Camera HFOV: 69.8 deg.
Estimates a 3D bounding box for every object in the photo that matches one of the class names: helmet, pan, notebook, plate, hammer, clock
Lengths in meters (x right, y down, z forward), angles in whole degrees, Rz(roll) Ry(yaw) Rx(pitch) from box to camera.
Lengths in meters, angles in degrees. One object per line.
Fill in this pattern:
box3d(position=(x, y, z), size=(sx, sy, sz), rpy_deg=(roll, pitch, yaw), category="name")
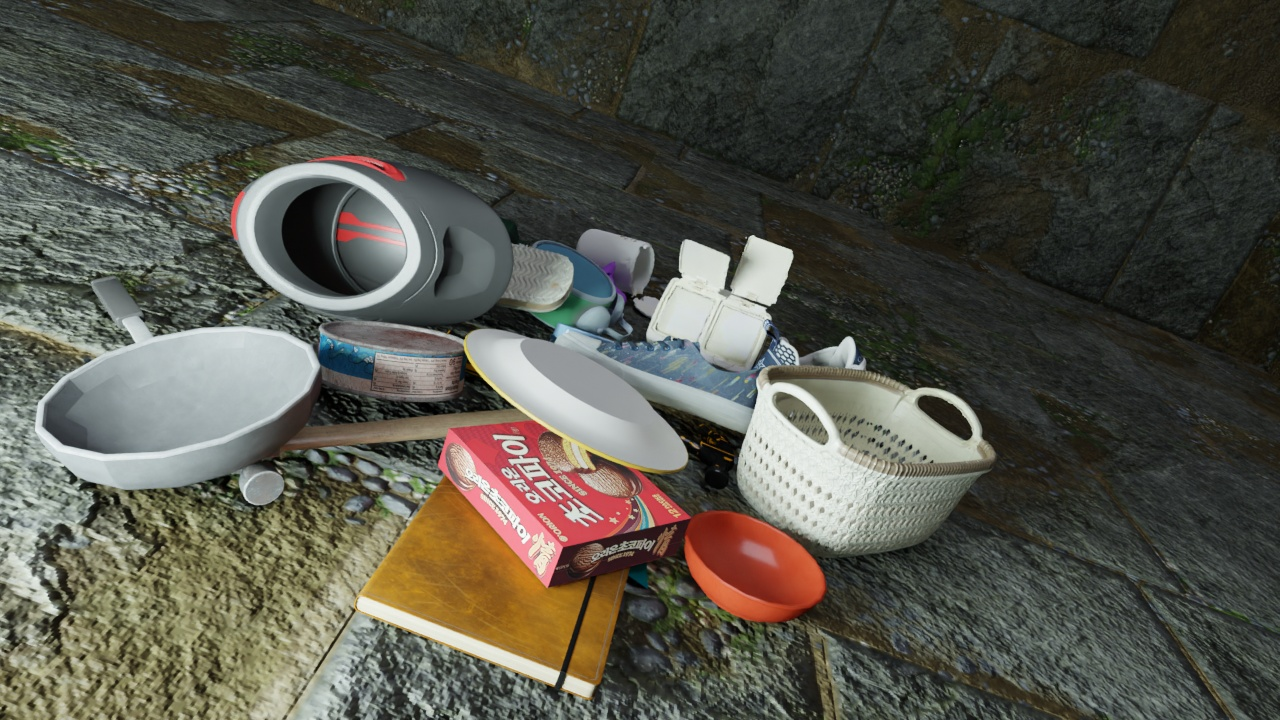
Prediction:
box3d(position=(-0.259, -0.121, 0.945), size=(0.265, 0.164, 0.169), rpy_deg=(14, 10, 5), category="helmet")
box3d(position=(-0.366, 0.001, 0.696), size=(0.178, 0.041, 0.357), rpy_deg=(-21, 35, -33), category="pan")
box3d(position=(-0.079, 0.141, 0.688), size=(0.178, 0.014, 0.248), rpy_deg=(21, 21, 0), category="notebook")
box3d(position=(-0.052, 0.027, 0.832), size=(0.230, 0.021, 0.229), rpy_deg=(29, 13, -7), category="plate")
box3d(position=(-0.178, 0.053, 0.756), size=(0.330, 0.031, 0.119), rpy_deg=(-5, 29, -40), category="hammer")
box3d(position=(-0.081, -0.076, 1.140), size=(0.161, 0.075, 0.121), rpy_deg=(37, 24, 4), category="clock")
box3d(position=(-0.054, 0.043, 0.927), size=(0.320, 0.036, 0.123), rpy_deg=(22, 17, -3), category="hammer")

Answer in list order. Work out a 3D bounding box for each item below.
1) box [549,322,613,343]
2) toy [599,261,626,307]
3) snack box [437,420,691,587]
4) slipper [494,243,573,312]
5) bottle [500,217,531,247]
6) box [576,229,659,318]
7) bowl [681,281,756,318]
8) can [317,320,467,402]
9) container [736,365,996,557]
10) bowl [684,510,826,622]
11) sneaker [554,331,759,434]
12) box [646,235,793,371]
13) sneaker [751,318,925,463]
box3d(position=(-0.007, 0.009, 1.075), size=(0.209, 0.049, 0.066), rpy_deg=(19, 2, -11), category="box")
box3d(position=(-0.062, -0.105, 1.240), size=(0.106, 0.056, 0.087), rpy_deg=(29, 21, 20), category="toy")
box3d(position=(-0.060, 0.103, 0.722), size=(0.132, 0.036, 0.152), rpy_deg=(-2, 31, -45), category="snack box")
box3d(position=(-0.204, -0.106, 1.070), size=(0.263, 0.052, 0.114), rpy_deg=(13, 54, 10), category="slipper")
box3d(position=(-0.204, -0.164, 1.242), size=(0.131, 0.061, 0.061), rpy_deg=(20, 19, -5), category="bottle")
box3d(position=(-0.015, -0.120, 1.309), size=(0.162, 0.112, 0.084), rpy_deg=(15, 14, 23), category="box")
box3d(position=(0.099, -0.055, 1.256), size=(0.117, 0.068, 0.117), rpy_deg=(18, 21, -8), category="bowl")
box3d(position=(-0.218, -0.001, 0.810), size=(0.130, 0.044, 0.130), rpy_deg=(9, 9, -2), category="can")
box3d(position=(0.214, 0.095, 0.901), size=(0.245, 0.143, 0.184), rpy_deg=(4, 27, -39), category="container")
box3d(position=(0.087, 0.172, 0.743), size=(0.122, 0.035, 0.121), rpy_deg=(18, 21, -8), category="bowl")
box3d(position=(0.023, 0.006, 0.992), size=(0.235, 0.079, 0.087), rpy_deg=(21, -1, -2), category="sneaker")
box3d(position=(0.097, -0.076, 1.148), size=(0.145, 0.185, 0.095), rpy_deg=(20, 6, 10), category="box")
box3d(position=(0.238, 0.039, 1.073), size=(0.269, 0.132, 0.103), rpy_deg=(16, 20, -17), category="sneaker")
